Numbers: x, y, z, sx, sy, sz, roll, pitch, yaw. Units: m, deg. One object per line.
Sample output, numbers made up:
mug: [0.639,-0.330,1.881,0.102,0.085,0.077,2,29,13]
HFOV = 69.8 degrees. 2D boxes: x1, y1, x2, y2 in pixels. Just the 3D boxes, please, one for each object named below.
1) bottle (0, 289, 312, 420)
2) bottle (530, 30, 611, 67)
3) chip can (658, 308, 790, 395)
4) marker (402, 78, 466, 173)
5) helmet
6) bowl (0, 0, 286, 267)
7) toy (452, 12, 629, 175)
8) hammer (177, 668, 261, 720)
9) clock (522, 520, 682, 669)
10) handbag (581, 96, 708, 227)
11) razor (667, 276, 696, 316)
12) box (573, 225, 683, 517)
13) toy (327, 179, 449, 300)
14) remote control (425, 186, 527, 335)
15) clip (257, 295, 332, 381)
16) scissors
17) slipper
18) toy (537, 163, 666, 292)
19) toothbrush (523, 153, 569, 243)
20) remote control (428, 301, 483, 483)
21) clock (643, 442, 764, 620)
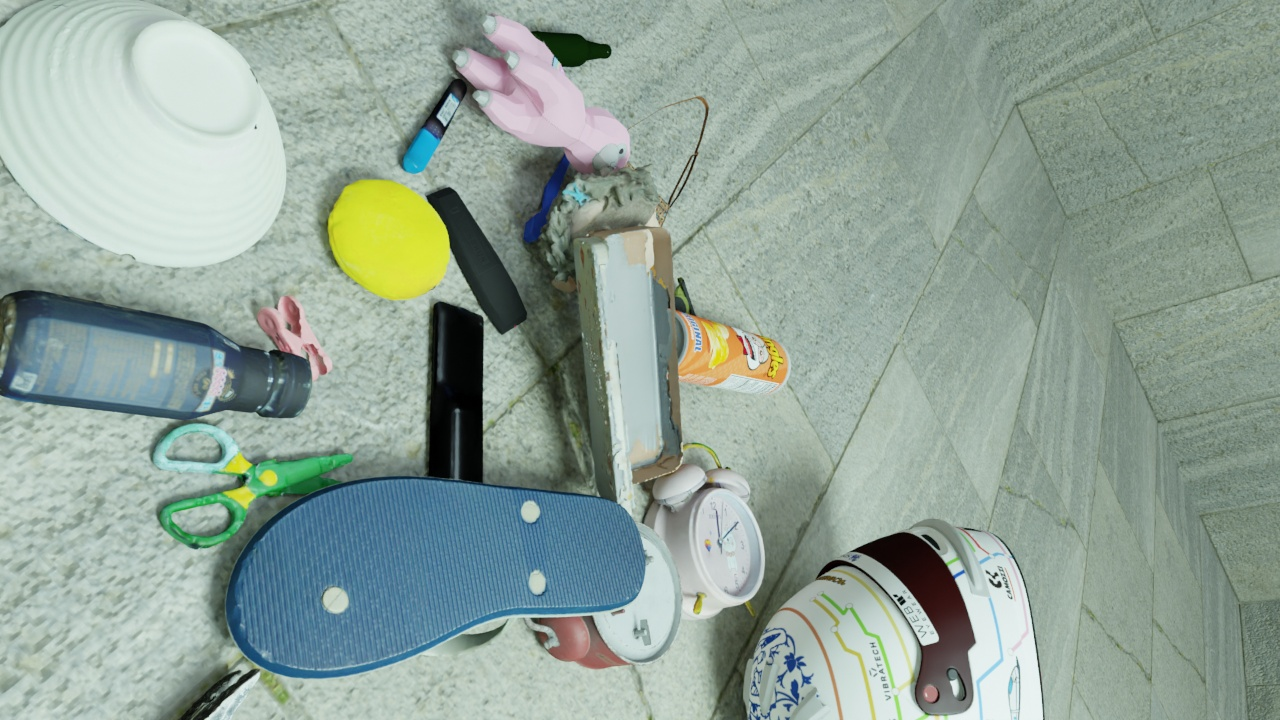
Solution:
bottle: [-0.261,0.003,0.503,0.160,0.056,0.056,14,63,-47]
bottle: [-0.069,-0.305,0.901,0.122,0.033,0.033,-25,94,-53]
chip can: [0.074,-0.005,0.898,0.210,0.062,0.062,11,65,-55]
marker: [-0.166,-0.192,0.746,0.018,0.015,0.122,47,40,-32]
helmet: [0.210,0.296,0.806,0.236,0.231,0.314,4,73,-12]
bowl: [-0.276,-0.150,0.543,0.177,0.071,0.177,25,55,-43]
toy: [-0.079,-0.224,0.798,0.157,0.067,0.123,21,31,-47]
hammer: [-0.142,0.289,0.539,0.326,0.036,0.140,36,50,-36]
clock: [-0.028,0.179,0.706,0.156,0.062,0.109,17,62,-46]
handbag: [0.010,-0.199,0.911,0.093,0.043,0.195,44,61,-19]
razor: [0.017,-0.032,0.890,0.143,0.021,0.044,-49,125,-49]
box: [-0.004,0.005,0.732,0.120,0.094,0.217,-16,109,-38]
toy: [-0.179,-0.088,0.660,0.094,0.041,0.095,50,42,-16]
remote control: [-0.131,-0.082,0.740,0.039,0.010,0.125,-40,105,-51]
clip: [-0.219,-0.016,0.595,0.039,0.023,0.059,-40,111,-54]
scissors: [-0.229,0.062,0.555,0.131,0.013,0.078,-15,86,-52]
slipper: [-0.124,0.136,0.608,0.294,0.060,0.118,4,69,-38]
toy: [-0.024,-0.106,0.818,0.076,0.132,0.176,49,0,36]
toothbrush: [-0.077,-0.171,0.852,0.016,0.011,0.186,45,41,-29]
remote control: [-0.134,0.024,0.681,0.045,0.021,0.140,20,58,-47]
clock: [0.058,0.152,0.827,0.116,0.059,0.157,16,61,-47]
